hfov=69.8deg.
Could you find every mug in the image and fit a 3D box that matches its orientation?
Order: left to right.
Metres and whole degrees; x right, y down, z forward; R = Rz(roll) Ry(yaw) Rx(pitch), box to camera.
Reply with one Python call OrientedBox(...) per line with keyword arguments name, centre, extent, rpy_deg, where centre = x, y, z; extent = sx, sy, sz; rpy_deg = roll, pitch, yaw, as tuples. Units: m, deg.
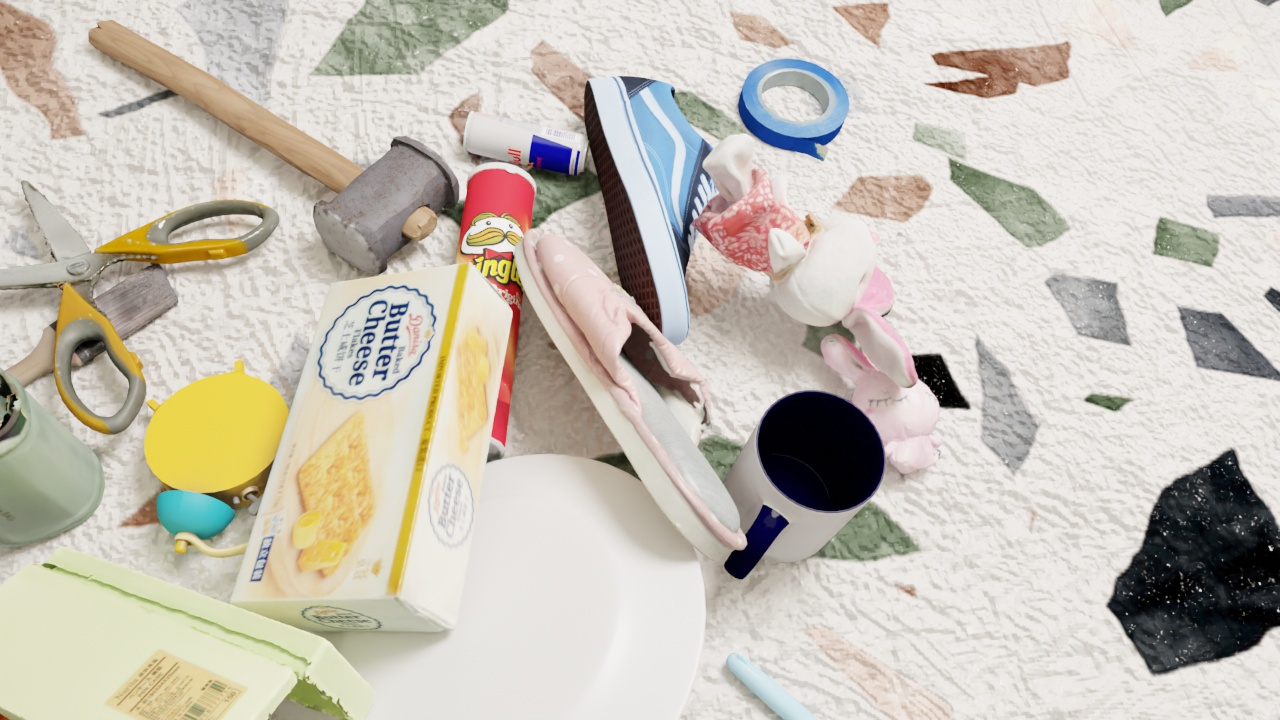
OrientedBox(name="mug", centre=(0.089, 0.086, 0.566), extent=(0.078, 0.097, 0.111), rpy_deg=(35, 62, 11))

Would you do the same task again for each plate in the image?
OrientedBox(name="plate", centre=(-0.085, 0.143, 0.490), extent=(0.243, 0.016, 0.242), rpy_deg=(-12, 44, 12))

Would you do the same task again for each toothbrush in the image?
OrientedBox(name="toothbrush", centre=(0.113, 0.225, 0.540), extent=(0.155, 0.016, 0.022), rpy_deg=(37, 30, 11))

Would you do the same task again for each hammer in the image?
OrientedBox(name="hammer", centre=(-0.287, -0.177, 0.688), extent=(0.328, 0.052, 0.097), rpy_deg=(32, 62, 13))

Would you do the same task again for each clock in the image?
OrientedBox(name="clock", centre=(-0.251, 0.060, 0.563), extent=(0.099, 0.044, 0.129), rpy_deg=(-28, 62, -21))

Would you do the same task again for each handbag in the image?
OrientedBox(name="handbag", centre=(-0.370, 0.055, 0.500), extent=(0.106, 0.122, 0.067), rpy_deg=(-6, 63, -11))

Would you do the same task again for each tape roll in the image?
OrientedBox(name="tape roll", centre=(0.131, -0.220, 0.785), extent=(0.091, 0.016, 0.092), rpy_deg=(22, 61, 4))

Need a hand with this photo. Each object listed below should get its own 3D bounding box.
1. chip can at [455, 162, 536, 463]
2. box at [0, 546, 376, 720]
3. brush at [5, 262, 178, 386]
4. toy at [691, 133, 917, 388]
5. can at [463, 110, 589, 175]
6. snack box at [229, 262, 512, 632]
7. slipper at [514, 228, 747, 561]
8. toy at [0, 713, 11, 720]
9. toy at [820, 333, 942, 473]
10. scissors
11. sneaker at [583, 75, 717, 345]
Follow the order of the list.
OrientedBox(name="chip can", centre=(-0.107, -0.036, 0.630), extent=(0.052, 0.052, 0.214), rpy_deg=(5, 61, -6))
OrientedBox(name="box", centre=(-0.236, 0.141, 0.448), extent=(0.188, 0.127, 0.066), rpy_deg=(10, 96, 24))
OrientedBox(name="brush", centre=(-0.373, -0.012, 0.599), extent=(0.039, 0.012, 0.151), rpy_deg=(41, 62, 15))
OrientedBox(name="toy", centre=(0.115, -0.074, 0.633), extent=(0.194, 0.084, 0.158), rpy_deg=(41, 26, -13))
OrientedBox(name="can", centre=(-0.089, -0.169, 0.716), extent=(0.095, 0.032, 0.032), rpy_deg=(12, 60, -2))
OrientedBox(name="snack box", centre=(-0.145, 0.046, 0.526), extent=(0.104, 0.057, 0.207), rpy_deg=(-6, 58, 19))
OrientedBox(name="slipper", centre=(-0.003, 0.003, 0.567), extent=(0.054, 0.114, 0.274), rpy_deg=(-38, 52, 8))
OrientedBox(name="toy", centre=(-0.322, 0.229, 0.438), extent=(0.172, 0.093, 0.163), rpy_deg=(27, 58, 21))
OrientedBox(name="toy", centre=(0.172, 0.024, 0.642), extent=(0.063, 0.047, 0.110), rpy_deg=(-10, 58, -27))
OrientedBox(name="scissors", centre=(-0.351, -0.048, 0.606), extent=(0.225, 0.016, 0.229), rpy_deg=(-13, 61, -16))
OrientedBox(name="sneaker", centre=(0.026, -0.123, 0.681), extent=(0.098, 0.084, 0.241), rpy_deg=(-7, 60, -11))
